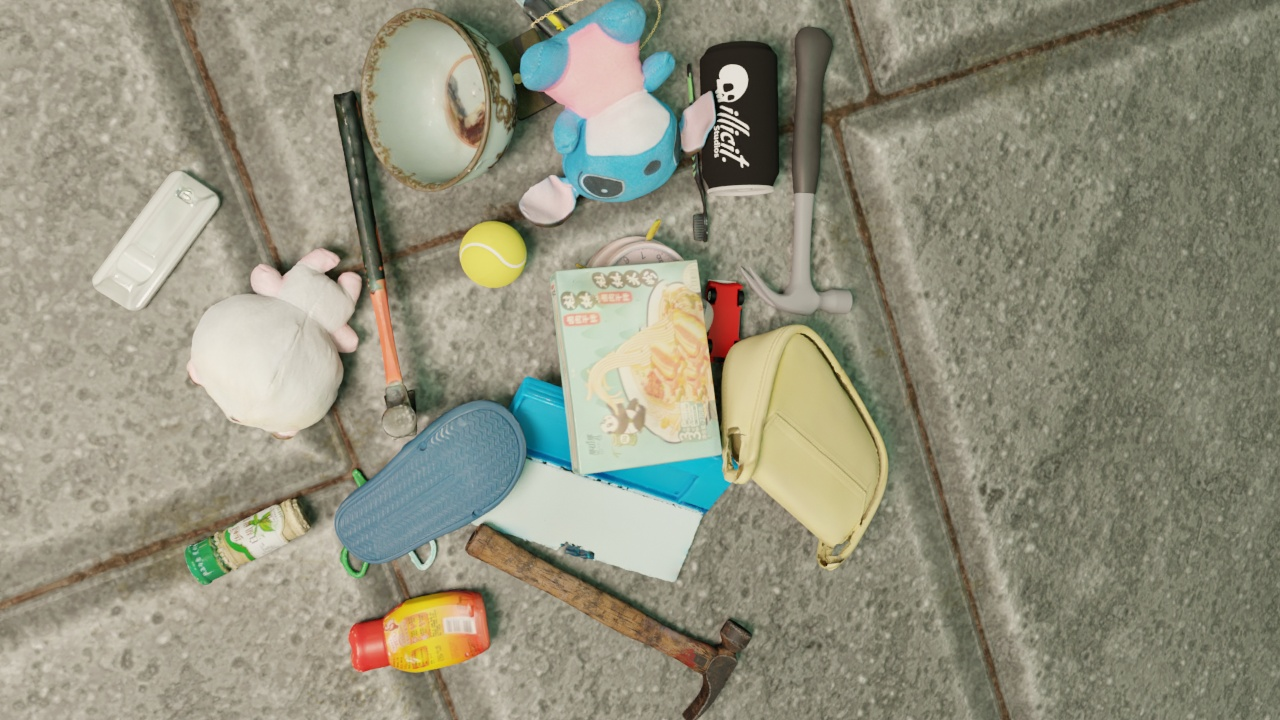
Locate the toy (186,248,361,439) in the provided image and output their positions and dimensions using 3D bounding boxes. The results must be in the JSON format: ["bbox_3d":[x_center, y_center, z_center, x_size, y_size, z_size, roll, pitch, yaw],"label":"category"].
[{"bbox_3d":[-0.326,-0.022,0.849,0.139,0.102,0.179,39,66,-26],"label":"toy"}]

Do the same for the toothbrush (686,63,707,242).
[{"bbox_3d":[0.057,-0.220,0.976,0.017,0.014,0.188,-6,95,-7],"label":"toothbrush"}]

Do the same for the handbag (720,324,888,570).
[{"bbox_3d":[0.167,0.088,0.965,0.233,0.089,0.190,43,61,-27],"label":"handbag"}]

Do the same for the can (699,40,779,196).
[{"bbox_3d":[0.103,-0.248,0.952,0.080,0.080,0.146,-3,94,-15],"label":"can"}]

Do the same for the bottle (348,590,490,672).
[{"bbox_3d":[-0.221,0.274,0.917,0.134,0.048,0.071,-9,96,-14],"label":"bottle"}]

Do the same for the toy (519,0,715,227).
[{"bbox_3d":[-0.039,-0.234,0.891,0.224,0.099,0.191,-31,125,-5],"label":"toy"}]

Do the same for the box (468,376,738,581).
[{"bbox_3d":[-0.038,0.123,0.960,0.243,0.059,0.176,20,112,-15],"label":"box"}]

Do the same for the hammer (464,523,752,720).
[{"bbox_3d":[-0.040,0.270,0.969,0.330,0.033,0.120,32,86,-16],"label":"hammer"}]

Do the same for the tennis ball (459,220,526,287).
[{"bbox_3d":[-0.145,-0.104,0.903,0.065,0.065,0.065,-1,94,-15],"label":"tennis ball"}]

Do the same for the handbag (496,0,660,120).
[{"bbox_3d":[-0.060,-0.313,0.915,0.178,0.027,0.084,-28,103,-1],"label":"handbag"}]

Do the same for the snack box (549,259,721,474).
[{"bbox_3d":[-0.005,0.005,0.887,0.141,0.044,0.193,-6,88,-16],"label":"snack box"}]

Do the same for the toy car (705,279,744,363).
[{"bbox_3d":[0.088,-0.042,0.991,0.038,0.025,0.089,3,94,-16],"label":"toy car"}]

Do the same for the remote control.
[{"bbox_3d":[-0.445,-0.110,0.844,0.050,0.022,0.133,35,84,-15],"label":"remote control"}]

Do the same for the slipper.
[{"bbox_3d":[-0.201,0.121,0.893,0.214,0.059,0.104,-37,102,7],"label":"slipper"}]

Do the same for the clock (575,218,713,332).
[{"bbox_3d":[0.010,-0.055,0.951,0.116,0.059,0.158,-32,102,-11],"label":"clock"}]

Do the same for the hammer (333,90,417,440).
[{"bbox_3d":[-0.249,-0.091,0.860,0.033,0.133,0.333,-10,88,-12],"label":"hammer"}]

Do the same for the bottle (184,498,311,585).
[{"bbox_3d":[-0.372,0.171,0.874,0.110,0.043,0.042,-26,100,-13],"label":"bottle"}]

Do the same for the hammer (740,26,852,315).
[{"bbox_3d":[0.177,-0.205,1.002,0.125,0.029,0.311,1,93,-16],"label":"hammer"}]

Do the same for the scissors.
[{"bbox_3d":[-0.248,0.164,0.922,0.123,0.011,0.127,24,89,-16],"label":"scissors"}]

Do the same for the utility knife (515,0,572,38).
[{"bbox_3d":[-0.060,-0.314,0.937,0.174,0.020,0.028,41,81,-13],"label":"utility knife"}]

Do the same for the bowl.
[{"bbox_3d":[-0.173,-0.241,0.861,0.093,0.160,0.160,-24,103,-54],"label":"bowl"}]
